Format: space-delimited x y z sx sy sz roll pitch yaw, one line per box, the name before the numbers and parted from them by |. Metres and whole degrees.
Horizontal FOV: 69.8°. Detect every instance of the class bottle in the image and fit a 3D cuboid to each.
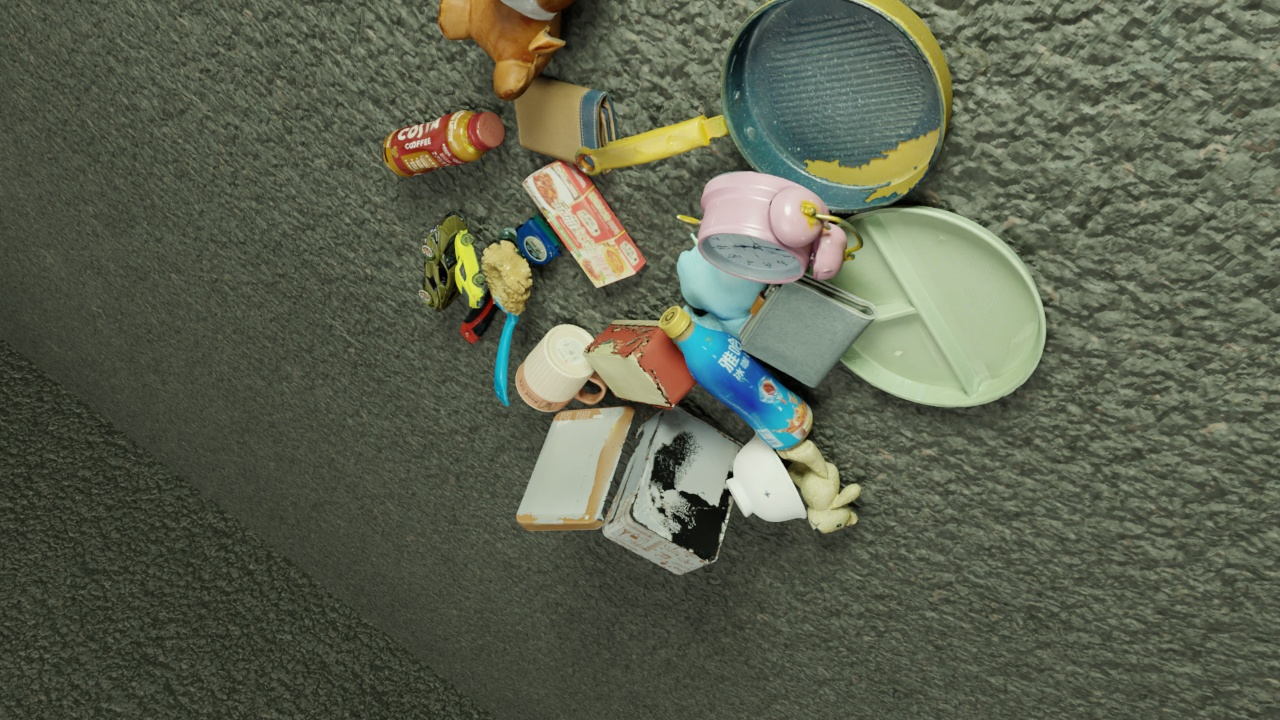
bottle | 0.103 0.017 1.006 0.218 0.065 0.065 41 147 -27
bottle | -0.228 -0.253 1.065 0.175 0.057 0.057 -1 128 42

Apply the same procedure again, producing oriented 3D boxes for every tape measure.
tape measure | -0.124 -0.145 1.114 0.058 0.025 0.055 52 144 -10

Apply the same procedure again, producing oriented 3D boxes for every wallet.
wallet | -0.080 -0.249 0.962 0.115 0.033 0.090 21 137 26
wallet | 0.162 -0.037 0.925 0.106 0.036 0.130 28 145 1

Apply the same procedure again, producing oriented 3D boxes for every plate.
plate | 0.266 -0.050 0.870 0.230 0.027 0.231 24 141 20

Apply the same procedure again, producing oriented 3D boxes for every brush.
brush | -0.177 -0.040 1.194 0.083 0.045 0.255 39 136 32

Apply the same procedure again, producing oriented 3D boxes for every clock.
clock | 0.122 -0.115 0.821 0.159 0.059 0.117 4 159 36

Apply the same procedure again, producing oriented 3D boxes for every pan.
pan | 0.092 -0.209 0.812 0.358 0.078 0.198 3 130 40

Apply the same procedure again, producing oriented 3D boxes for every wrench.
wrench | -0.200 -0.091 1.245 0.056 0.016 0.274 43 144 2

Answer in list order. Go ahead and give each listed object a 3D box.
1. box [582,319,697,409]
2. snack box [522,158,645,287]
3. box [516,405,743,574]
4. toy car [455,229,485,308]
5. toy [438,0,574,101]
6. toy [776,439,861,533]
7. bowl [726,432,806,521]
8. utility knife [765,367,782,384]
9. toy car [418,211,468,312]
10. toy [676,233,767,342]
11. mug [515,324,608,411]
box | -0.006 0.007 1.082 0.091 0.076 0.168 52 163 -17
snack box | -0.064 -0.157 1.048 0.075 0.025 0.153 -14 118 48
box | -0.012 0.149 1.156 0.271 0.179 0.134 13 145 10
toy car | -0.218 -0.115 1.151 0.048 0.032 0.105 111 145 -62
toy | -0.106 -0.342 0.822 0.140 0.130 0.200 48 134 -1
toy | 0.208 0.147 1.093 0.105 0.066 0.157 6 139 45
bowl | 0.143 0.152 1.108 0.118 0.064 0.118 61 178 2
utility knife | 0.077 -0.007 1.096 0.205 0.021 0.031 24 142 29
toy car | -0.257 -0.128 1.212 0.042 0.070 0.158 30 143 12
toy | 0.086 -0.070 0.988 0.156 0.049 0.162 45 148 -24
mug | -0.096 0.018 1.220 0.114 0.081 0.106 30 144 -10
